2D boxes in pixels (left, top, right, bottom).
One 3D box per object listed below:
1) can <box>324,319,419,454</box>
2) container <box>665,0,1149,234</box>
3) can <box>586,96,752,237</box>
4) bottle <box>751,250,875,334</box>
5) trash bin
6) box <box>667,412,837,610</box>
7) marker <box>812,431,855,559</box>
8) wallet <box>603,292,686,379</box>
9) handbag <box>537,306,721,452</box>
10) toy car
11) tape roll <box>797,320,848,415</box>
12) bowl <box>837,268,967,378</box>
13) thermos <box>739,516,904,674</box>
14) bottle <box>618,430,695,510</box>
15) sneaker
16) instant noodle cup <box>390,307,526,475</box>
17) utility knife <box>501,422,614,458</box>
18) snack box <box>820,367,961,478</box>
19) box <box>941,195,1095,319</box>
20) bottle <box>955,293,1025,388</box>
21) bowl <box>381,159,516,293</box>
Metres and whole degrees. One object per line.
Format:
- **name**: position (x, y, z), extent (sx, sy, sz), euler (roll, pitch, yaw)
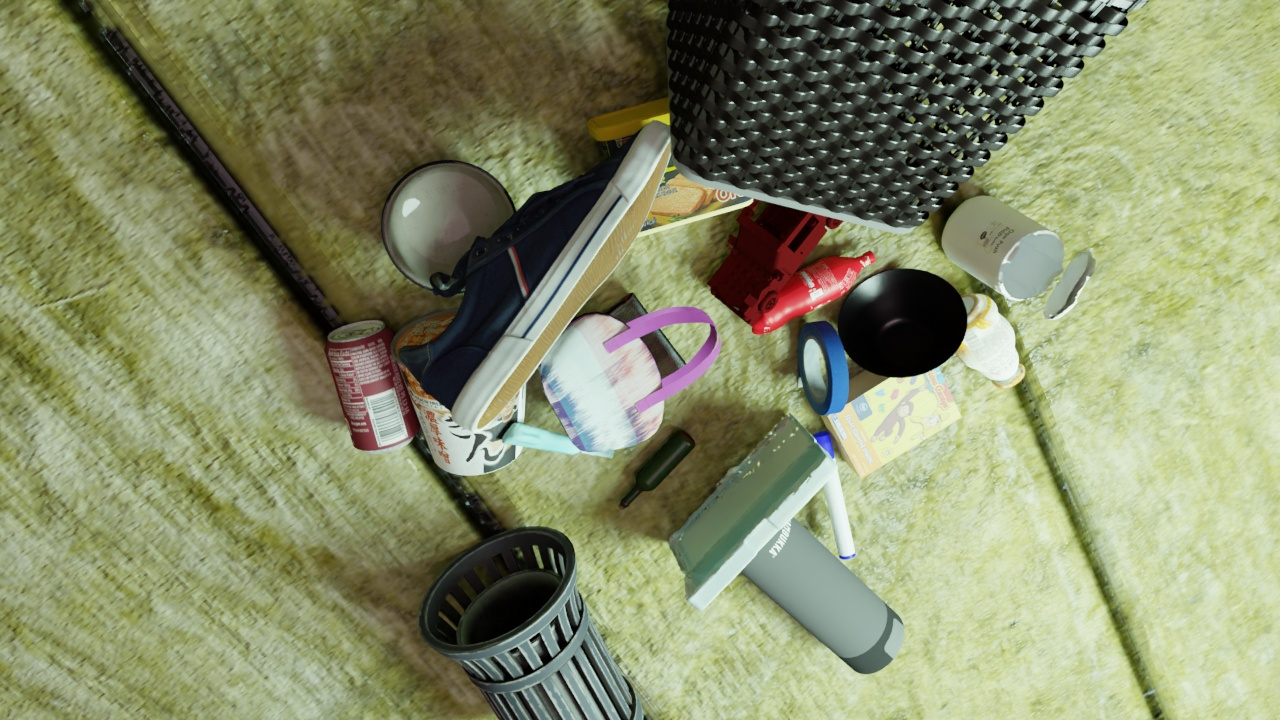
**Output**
- **can**: position (-0.247, 0.025, 0.846), extent (0.063, 0.063, 0.114), euler (-13, 112, -8)
- **container**: position (0.164, -0.273, 0.687), extent (0.245, 0.246, 0.244), euler (11, 144, -16)
- **can**: position (0.029, -0.180, 0.828), extent (0.130, 0.072, 0.101), euler (-17, 115, -6)
- **bottle**: position (0.169, -0.072, 0.912), extent (0.141, 0.042, 0.042), euler (-28, 113, -2)
- **trash bin**: position (-0.100, 0.310, 0.935), extent (0.164, 0.164, 0.227), euler (-25, 116, -3)
- **box**: position (0.111, 0.153, 0.930), extent (0.043, 0.136, 0.197), euler (41, 97, -16)
- **marker**: position (0.211, 0.147, 0.997), extent (0.020, 0.020, 0.141), euler (-15, 100, -7)
- **wallet**: position (-0.026, 0.007, 0.907), extent (0.120, 0.031, 0.099), euler (-37, 110, 4)
- **handbag**: position (-0.005, 0.005, 0.866), extent (0.170, 0.068, 0.144), euler (-27, 109, 0)
- **toy car**: position (0.130, -0.120, 0.863), extent (0.170, 0.070, 0.061), euler (-52, 148, 9)
- **tape roll**: position (0.181, 0.007, 0.917), extent (0.016, 0.093, 0.091), euler (-8, 117, -10)
- **bowl**: position (0.266, -0.027, 0.931), extent (0.124, 0.124, 0.052), euler (-33, 147, 1)
- **thermos**: position (0.192, 0.250, 1.014), extent (0.082, 0.082, 0.240), euler (-44, 112, 6)
- **bottle**: position (0.014, 0.117, 0.957), extent (0.025, 0.025, 0.106), euler (40, 97, -22)
- **sneaker**: position (-0.089, -0.092, 0.740), extent (0.127, 0.121, 0.294), euler (38, 82, 5)
- **instant noodle cup**: position (-0.157, 0.032, 0.846), extent (0.123, 0.123, 0.122), euler (-8, 120, -9)
- **utility knife**: position (-0.071, 0.082, 0.885), extent (0.168, 0.015, 0.022), euler (21, 100, -54)
- **snack box**: position (0.263, 0.052, 0.979), extent (0.126, 0.040, 0.088), euler (-32, 113, 0)
- **box**: position (0.370, -0.097, 0.886), extent (0.092, 0.161, 0.081), euler (29, 106, -32)
- **bottle**: position (0.362, -0.018, 0.963), extent (0.063, 0.063, 0.109), euler (-42, 113, 4)
- **bowl**: position (-0.168, -0.122, 0.812), extent (0.115, 0.059, 0.116), euler (-4, 110, -11)
